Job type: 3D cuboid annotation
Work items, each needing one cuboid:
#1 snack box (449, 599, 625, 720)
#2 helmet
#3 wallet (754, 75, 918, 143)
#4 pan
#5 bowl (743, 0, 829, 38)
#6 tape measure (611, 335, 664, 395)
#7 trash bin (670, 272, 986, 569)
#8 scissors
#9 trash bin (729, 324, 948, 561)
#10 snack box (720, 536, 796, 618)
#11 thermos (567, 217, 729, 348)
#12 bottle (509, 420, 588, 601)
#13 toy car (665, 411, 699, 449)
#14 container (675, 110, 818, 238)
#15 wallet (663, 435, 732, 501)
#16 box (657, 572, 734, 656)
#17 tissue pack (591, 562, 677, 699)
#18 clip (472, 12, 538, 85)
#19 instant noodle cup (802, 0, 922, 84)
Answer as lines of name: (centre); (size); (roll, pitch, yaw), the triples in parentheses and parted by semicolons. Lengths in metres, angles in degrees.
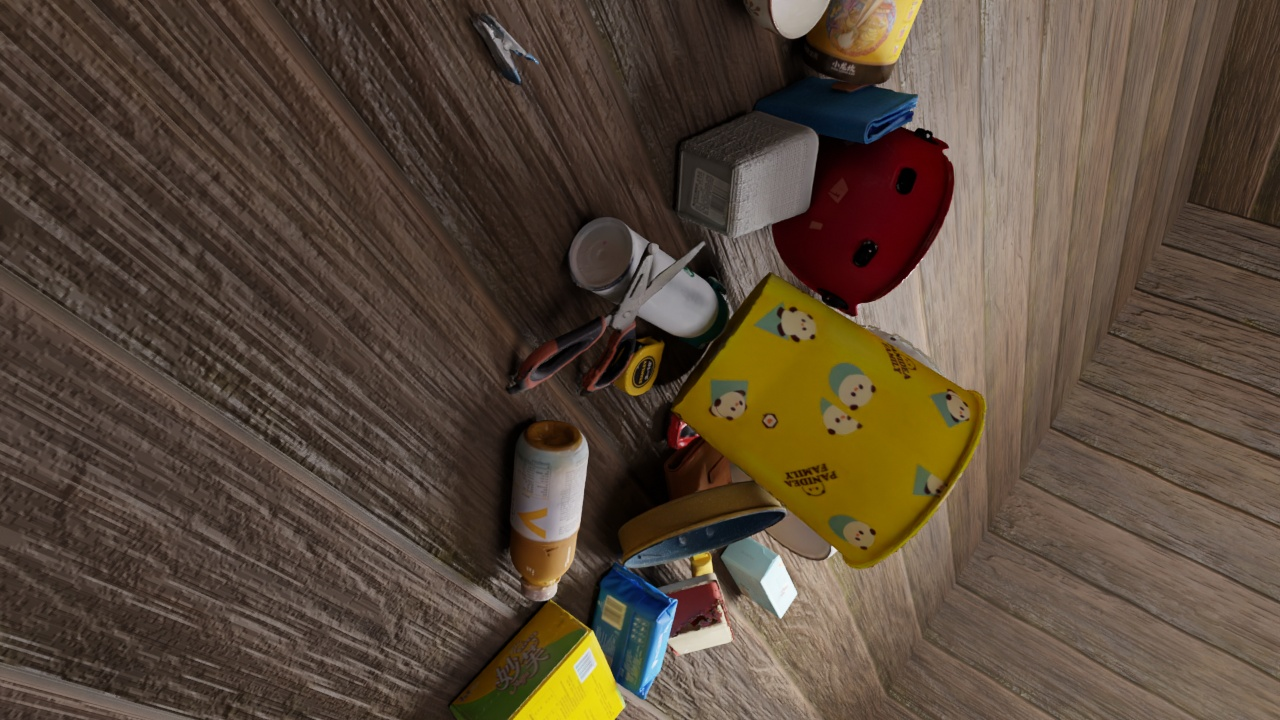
snack box: (-0.109, 0.392, 1.038); (0.157, 0.070, 0.210); (-44, 144, -26)
helmet: (0.221, -0.165, 0.978); (0.207, 0.144, 0.239); (-63, -175, 11)
wallet: (0.199, -0.256, 0.929); (0.106, 0.133, 0.040); (-33, 133, -36)
pan: (0.075, 0.235, 1.127); (0.197, 0.078, 0.358); (-15, 160, -5)
bowl: (0.125, -0.353, 0.821); (0.113, 0.062, 0.114); (-34, 139, -36)
tape measure: (-0.006, 0.005, 0.935); (0.057, 0.029, 0.060); (-16, 126, -50)
trash bin: (0.187, 0.052, 0.975); (0.229, 0.255, 0.229); (-54, 180, 0)
scissors: (-0.027, -0.028, 0.815); (0.227, 0.015, 0.189); (-31, 156, 2)
trash bin: (0.263, 0.116, 1.224); (0.251, 0.230, 0.230); (-39, 141, -22)
snack box: (0.181, 0.325, 1.386); (0.051, 0.074, 0.175); (-52, 146, -17)
thermos: (0.020, -0.070, 0.881); (0.224, 0.073, 0.073); (24, 93, -58)
bottle: (-0.092, 0.150, 0.886); (0.067, 0.068, 0.190); (-23, 131, -45)
toy car: (0.069, 0.066, 1.083); (0.106, 0.031, 0.049); (-28, 135, -44)
container: (0.099, -0.180, 0.893); (0.114, 0.090, 0.090); (-28, 133, -37)
wallet: (0.074, 0.144, 1.148); (0.107, 0.031, 0.132); (-41, 144, -28)
box: (0.074, 0.339, 1.186); (0.091, 0.080, 0.168); (-16, 154, 2)
tissue pack: (-0.012, 0.325, 1.102); (0.052, 0.095, 0.157); (-21, 130, -51)
clip: (-0.098, -0.222, 0.646); (0.045, 0.027, 0.058); (-49, 146, -6)
instant noodle cup: (0.222, -0.348, 0.918); (0.118, 0.118, 0.115); (-29, 143, -40)
